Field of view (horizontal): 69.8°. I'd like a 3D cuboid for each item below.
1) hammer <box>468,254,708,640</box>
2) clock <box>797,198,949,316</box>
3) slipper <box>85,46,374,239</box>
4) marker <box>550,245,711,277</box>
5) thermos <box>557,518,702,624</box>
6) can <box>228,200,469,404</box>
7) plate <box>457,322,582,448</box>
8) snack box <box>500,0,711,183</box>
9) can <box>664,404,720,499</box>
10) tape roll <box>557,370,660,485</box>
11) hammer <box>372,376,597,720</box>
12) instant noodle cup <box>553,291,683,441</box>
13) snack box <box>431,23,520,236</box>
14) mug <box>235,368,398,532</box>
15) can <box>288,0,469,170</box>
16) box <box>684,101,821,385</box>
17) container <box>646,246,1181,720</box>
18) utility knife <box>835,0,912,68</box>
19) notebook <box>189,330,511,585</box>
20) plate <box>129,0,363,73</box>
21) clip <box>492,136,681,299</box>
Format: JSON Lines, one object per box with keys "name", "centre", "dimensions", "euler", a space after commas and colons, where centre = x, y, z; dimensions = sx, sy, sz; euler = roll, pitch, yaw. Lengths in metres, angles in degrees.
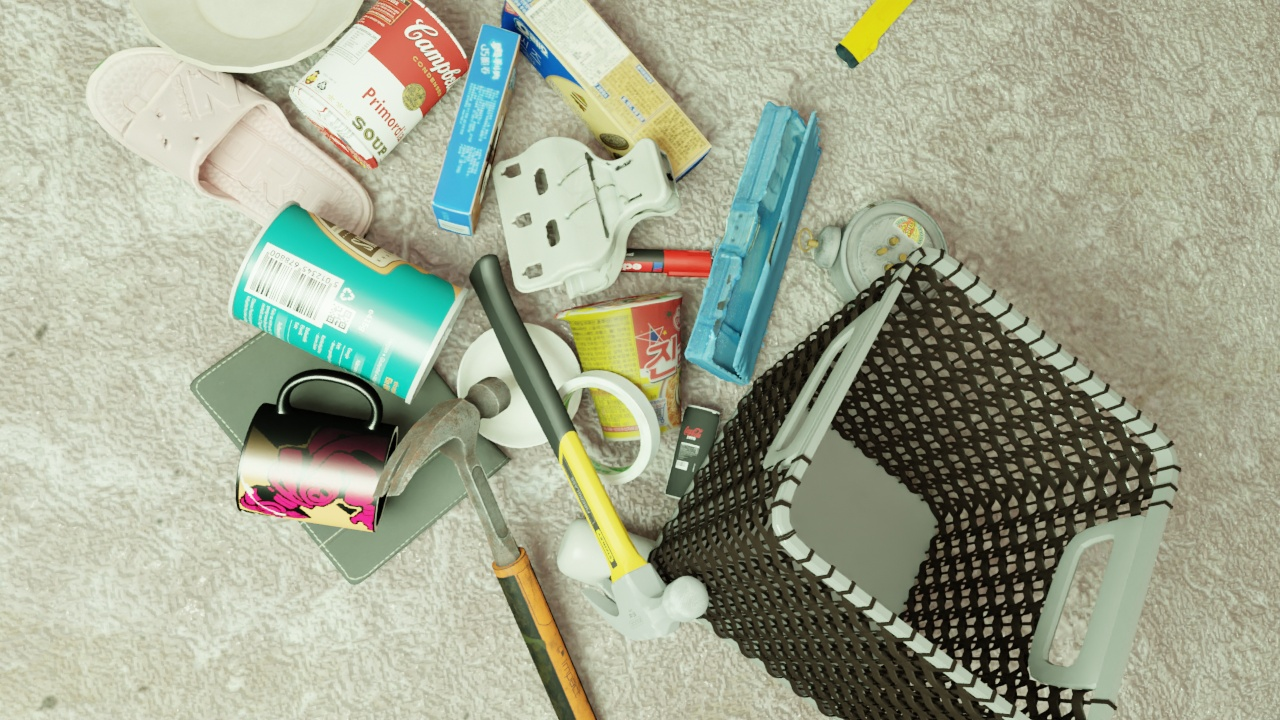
{"name": "hammer", "centre": [-0.058, 0.062, 0.703], "dimensions": [0.029, 0.127, 0.323], "euler": [-18, 71, -33]}
{"name": "clock", "centre": [0.207, -0.092, 0.819], "dimensions": [0.148, 0.056, 0.104], "euler": [12, 84, -11]}
{"name": "slipper", "centre": [-0.322, -0.171, 0.727], "dimensions": [0.239, 0.064, 0.094], "euler": [34, 81, -8]}
{"name": "marker", "centre": [-0.011, -0.086, 0.798], "dimensions": [0.145, 0.021, 0.023], "euler": [1, 94, -10]}
{"name": "thermos", "centre": [0.039, 0.190, 0.774], "dimensions": [0.224, 0.052, 0.052], "euler": [21, 83, -8]}
{"name": "can", "centre": [-0.218, -0.043, 0.697], "dimensions": [0.144, 0.099, 0.099], "euler": [27, 82, -9]}
{"name": "plate", "centre": [-0.102, 0.021, 0.770], "dimensions": [0.104, 0.026, 0.104], "euler": [1, 87, -16]}
{"name": "snack box", "centre": [-0.031, -0.235, 0.786], "dimensions": [0.056, 0.057, 0.207], "euler": [-43, 94, -13]}
{"name": "can", "centre": [0.045, 0.081, 0.792], "dimensions": [0.031, 0.031, 0.080], "euler": [15, 84, -9]}
{"name": "tape roll", "centre": [-0.030, 0.054, 0.732], "dimensions": [0.094, 0.018, 0.094], "euler": [11, 114, 27]}
{"name": "hammer", "centre": [-0.101, 0.182, 0.716], "dimensions": [0.137, 0.035, 0.314], "euler": [-38, 113, -52]}
{"name": "instant noodle cup", "centre": [-0.004, 0.004, 0.762], "dimensions": [0.100, 0.100, 0.112], "euler": [-12, 96, -11]}
{"name": "snack box", "centre": [-0.133, -0.184, 0.748], "dimensions": [0.034, 0.087, 0.151], "euler": [15, 84, -8]}
{"name": "mug", "centre": [-0.236, 0.063, 0.683], "dimensions": [0.098, 0.081, 0.118], "euler": [11, 106, -9]}
{"name": "can", "centre": [-0.209, -0.225, 0.738], "dimensions": [0.086, 0.087, 0.116], "euler": [41, 80, -5]}
{"name": "box", "centre": [0.109, -0.095, 0.783], "dimensions": [0.054, 0.093, 0.231], "euler": [13, 81, 34]}
{"name": "container", "centre": [0.180, 0.116, 0.676], "dimensions": [0.245, 0.244, 0.246], "euler": [38, 61, -6]}
{"name": "utility knife", "centre": [0.258, -0.357, 0.863], "dimensions": [0.030, 0.019, 0.217], "euler": [43, 86, -11]}
{"name": "notebook", "centre": [-0.235, 0.054, 0.747], "dimensions": [0.169, 0.029, 0.209], "euler": [-39, 90, -12]}
{"name": "plate", "centre": [-0.312, -0.308, 0.741], "dimensions": [0.188, 0.027, 0.188], "euler": [1, 73, -3]}
{"name": "clip", "centre": [-0.038, -0.123, 0.758], "dimensions": [0.152, 0.099, 0.126], "euler": [-15, 73, 2]}
